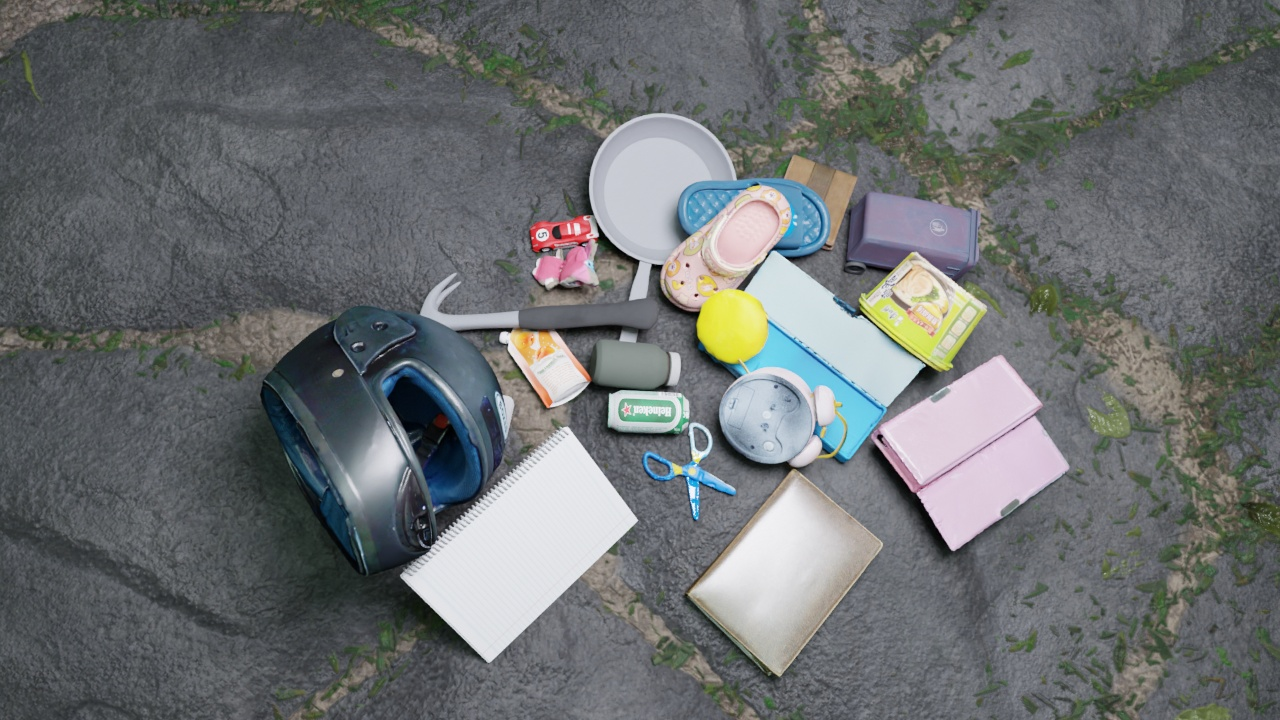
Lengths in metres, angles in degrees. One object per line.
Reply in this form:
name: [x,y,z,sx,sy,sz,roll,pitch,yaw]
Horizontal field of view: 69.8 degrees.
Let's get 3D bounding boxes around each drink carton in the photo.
drink carton: [-0.125,-0.003,1.190,0.069,0.039,0.122,-33,72,-12]

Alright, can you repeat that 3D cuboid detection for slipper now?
slipper: [0.110,-0.133,1.157,0.198,0.081,0.093,-42,103,17]
slipper: [0.154,-0.196,1.212,0.213,0.059,0.104,5,88,-13]

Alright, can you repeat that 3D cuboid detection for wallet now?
wallet: [0.239,-0.221,1.278,0.099,0.027,0.121,21,74,6]

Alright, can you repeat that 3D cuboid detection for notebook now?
notebook: [-0.134,0.215,1.073,0.245,0.013,0.178,-42,123,-14]
notebook: [0.163,0.242,1.129,0.190,0.034,0.215,42,75,10]

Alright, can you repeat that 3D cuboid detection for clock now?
clock: [0.178,0.070,1.137,0.158,0.058,0.117,22,115,14]

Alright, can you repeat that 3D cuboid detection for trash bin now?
trash bin: [0.367,-0.164,1.237,0.161,0.092,0.093,11,73,-4]

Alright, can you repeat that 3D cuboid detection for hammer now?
hammer: [-0.133,-0.058,1.184,0.311,0.029,0.124,-3,67,3]

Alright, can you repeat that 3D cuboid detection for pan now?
pan: [0.011,-0.152,1.227,0.200,0.051,0.356,14,88,-9]

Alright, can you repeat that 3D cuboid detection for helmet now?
helmet: [-0.266,0.072,1.026,0.235,0.249,0.316,-24,36,-27]

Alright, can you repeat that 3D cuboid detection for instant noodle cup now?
instant noodle cup: [0.361,-0.066,1.164,0.146,0.146,0.098,40,107,8]

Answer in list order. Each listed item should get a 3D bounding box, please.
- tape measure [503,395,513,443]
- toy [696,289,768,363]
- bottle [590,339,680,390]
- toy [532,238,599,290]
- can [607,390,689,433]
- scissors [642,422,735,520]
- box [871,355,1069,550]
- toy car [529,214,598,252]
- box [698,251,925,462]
tape measure: [-0.196,0.074,1.168,0.065,0.017,0.064,11,73,0]
toy: [0.116,-0.043,1.156,0.094,0.041,0.095,-11,94,22]
bottle: [-0.007,0.007,1.168,0.108,0.060,0.060,6,73,-13]
toy: [-0.093,-0.120,1.219,0.103,0.050,0.065,-3,70,32]
can: [0.010,0.066,1.163,0.101,0.053,0.053,2,73,-3]
scissors: [0.067,0.136,1.169,0.125,0.015,0.127,26,76,6]
box: [0.427,0.110,1.158,0.232,0.039,0.179,-28,76,-25]
toy car: [-0.103,-0.173,1.243,0.089,0.025,0.038,-8,74,-6]
box: [0.219,-0.006,1.189,0.243,0.071,0.170,39,103,9]
